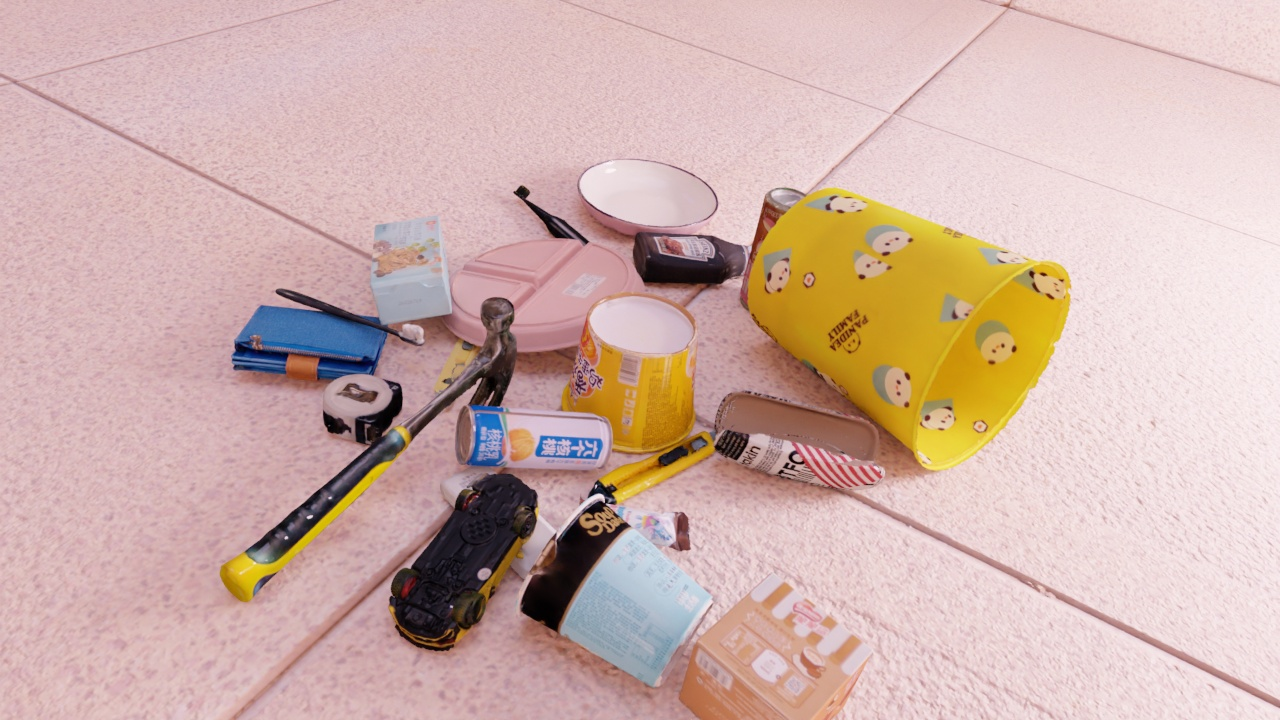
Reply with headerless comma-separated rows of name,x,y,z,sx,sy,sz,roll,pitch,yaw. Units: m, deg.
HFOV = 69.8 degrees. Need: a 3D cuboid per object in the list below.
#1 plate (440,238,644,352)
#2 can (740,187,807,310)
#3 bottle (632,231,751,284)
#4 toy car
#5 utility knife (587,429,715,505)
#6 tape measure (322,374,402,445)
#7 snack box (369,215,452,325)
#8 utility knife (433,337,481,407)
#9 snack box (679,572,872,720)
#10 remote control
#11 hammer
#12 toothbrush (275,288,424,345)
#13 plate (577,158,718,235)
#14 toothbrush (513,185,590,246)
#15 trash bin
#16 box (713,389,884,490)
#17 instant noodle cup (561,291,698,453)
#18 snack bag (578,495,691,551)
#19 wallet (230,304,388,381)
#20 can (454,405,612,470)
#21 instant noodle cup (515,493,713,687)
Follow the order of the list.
plate,-0.110,-0.081,1.021,0.229,0.028,0.229,-2,33,1
can,0.159,-0.127,1.080,0.058,0.148,0.057,7,38,-5
bottle,0.091,-0.127,1.151,0.194,0.044,0.079,0,40,-14
toy car,-0.133,0.155,0.724,0.071,0.041,0.155,15,48,19
utility knife,0.034,0.091,0.881,0.208,0.015,0.033,-23,51,-36
tape measure,-0.263,0.044,0.857,0.066,0.034,0.065,13,36,3
snack box,-0.250,-0.102,1.001,0.074,0.052,0.174,-11,31,-8
utility knife,-0.183,-0.003,0.956,0.031,0.018,0.167,7,42,5
snack box,0.097,0.229,0.668,0.093,0.077,0.094,35,44,28
remote control,-0.116,0.134,0.784,0.048,0.024,0.125,-26,50,-38
hammer,-0.215,0.079,0.780,0.032,0.126,0.322,29,51,19
toothbrush,-0.297,-0.048,0.934,0.181,0.018,0.015,17,29,16
plate,0.008,-0.214,1.245,0.192,0.039,0.192,6,38,-5
toothbrush,-0.104,-0.170,1.173,0.212,0.027,0.026,44,7,36
trash bin,0.265,-0.050,0.959,0.229,0.230,0.255,-19,41,-33
box,0.152,0.073,0.883,0.163,0.076,0.087,11,60,0
instant noodle cup,-0.005,0.005,0.904,0.138,0.110,0.137,6,37,-5
snack bag,-0.008,0.143,0.795,0.105,0.026,0.045,9,34,-5
wallet,-0.326,-0.018,0.918,0.133,0.040,0.106,6,30,-8
can,-0.095,0.071,0.827,0.134,0.053,0.053,6,36,-25
instant noodle cup,-0.015,0.180,0.691,0.120,0.111,0.111,33,42,15
